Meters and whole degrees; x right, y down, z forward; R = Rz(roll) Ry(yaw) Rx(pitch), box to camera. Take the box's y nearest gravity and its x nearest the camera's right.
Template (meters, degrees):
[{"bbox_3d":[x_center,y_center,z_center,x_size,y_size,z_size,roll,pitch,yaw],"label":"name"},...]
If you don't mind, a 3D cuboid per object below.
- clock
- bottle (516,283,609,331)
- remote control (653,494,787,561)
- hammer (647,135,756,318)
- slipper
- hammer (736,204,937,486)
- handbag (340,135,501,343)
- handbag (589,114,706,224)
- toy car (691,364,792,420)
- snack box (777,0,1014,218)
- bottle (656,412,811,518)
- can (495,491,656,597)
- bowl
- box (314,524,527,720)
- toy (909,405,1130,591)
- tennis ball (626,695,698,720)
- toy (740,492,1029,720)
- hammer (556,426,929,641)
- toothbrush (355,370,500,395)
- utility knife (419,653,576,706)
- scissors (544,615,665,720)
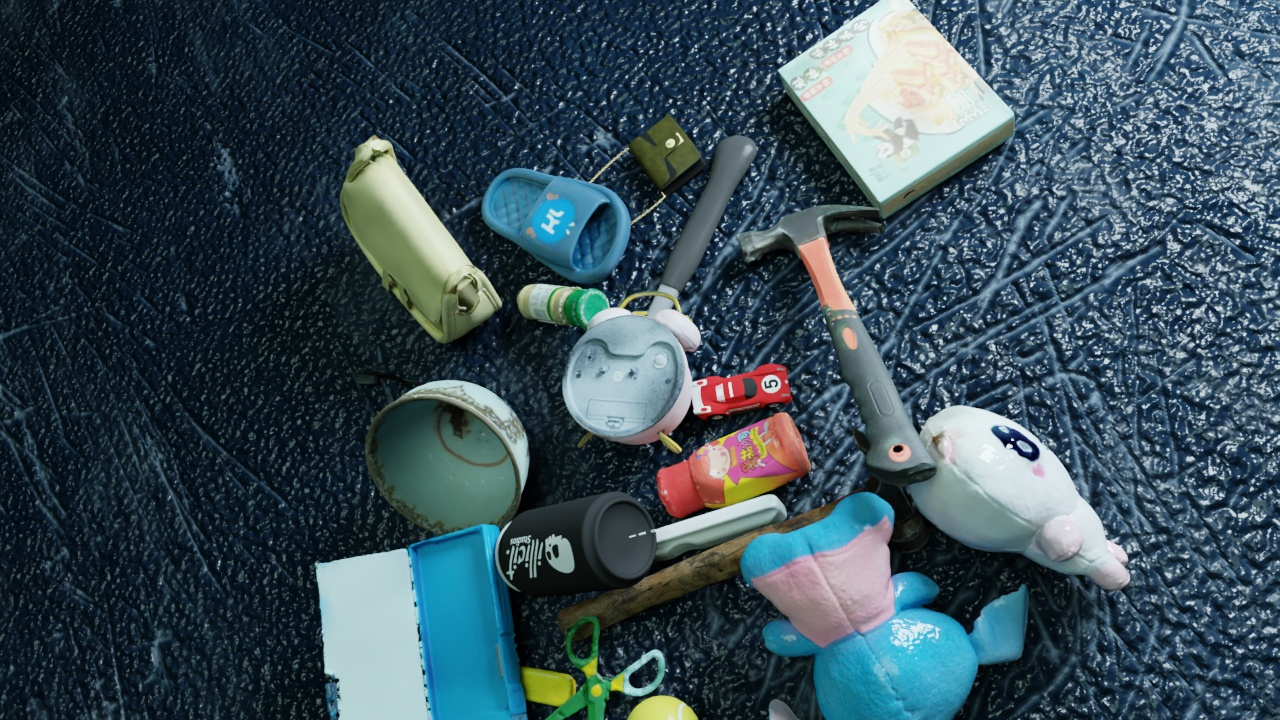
[{"bbox_3d":[-0.005,0.005,0.851,0.117,0.059,0.157,1,70,21],"label":"clock"},{"bbox_3d":[-0.081,-0.055,0.933,0.110,0.042,0.042,11,74,46],"label":"bottle"},{"bbox_3d":[0.063,0.151,0.810,0.133,0.050,0.022,-20,63,13],"label":"remote control"},{"bbox_3d":[0.042,-0.091,0.922,0.125,0.029,0.310,21,79,27],"label":"hammer"},{"bbox_3d":[-0.095,-0.155,0.974,0.214,0.059,0.104,30,89,34],"label":"slipper"},{"bbox_3d":[0.175,-0.027,0.779,0.133,0.033,0.332,-18,43,9],"label":"hammer"},{"bbox_3d":[-0.238,-0.117,0.963,0.088,0.191,0.233,-34,74,-13],"label":"handbag"},{"bbox_3d":[-0.020,-0.182,0.983,0.178,0.027,0.084,-37,62,9],"label":"handbag"},{"bbox_3d":[0.094,0.029,0.858,0.090,0.025,0.038,-13,66,16],"label":"toy car"},{"bbox_3d":[0.244,-0.252,0.895,0.141,0.044,0.193,-33,63,9],"label":"snack box"},{"bbox_3d":[0.081,0.097,0.820,0.134,0.048,0.071,-25,30,12],"label":"bottle"},{"bbox_3d":[-0.059,0.164,0.806,0.146,0.080,0.080,-20,61,46],"label":"can"},{"bbox_3d":[-0.173,0.081,0.891,0.160,0.160,0.093,-4,26,19],"label":"bowl"},{"bbox_3d":[-0.192,0.287,0.834,0.175,0.060,0.243,-12,72,2],"label":"box"},{"bbox_3d":[0.289,0.109,0.701,0.179,0.138,0.101,35,105,17],"label":"toy"},{"bbox_3d":[0.018,0.312,0.759,0.065,0.065,0.065,-7,68,18],"label":"tennis ball"},{"bbox_3d":[0.182,0.200,0.708,0.224,0.099,0.191,-30,82,9],"label":"toy"},{"bbox_3d":[0.068,0.166,0.786,0.331,0.120,0.033,-26,23,17],"label":"hammer"},{"bbox_3d":[-0.233,0.028,0.991,0.188,0.014,0.017,7,86,23],"label":"toothbrush"},{"bbox_3d":[-0.141,0.293,0.853,0.175,0.020,0.028,3,75,21],"label":"utility knife"},{"bbox_3d":[-0.030,0.288,0.805,0.123,0.011,0.127,1,90,2],"label":"scissors"}]
